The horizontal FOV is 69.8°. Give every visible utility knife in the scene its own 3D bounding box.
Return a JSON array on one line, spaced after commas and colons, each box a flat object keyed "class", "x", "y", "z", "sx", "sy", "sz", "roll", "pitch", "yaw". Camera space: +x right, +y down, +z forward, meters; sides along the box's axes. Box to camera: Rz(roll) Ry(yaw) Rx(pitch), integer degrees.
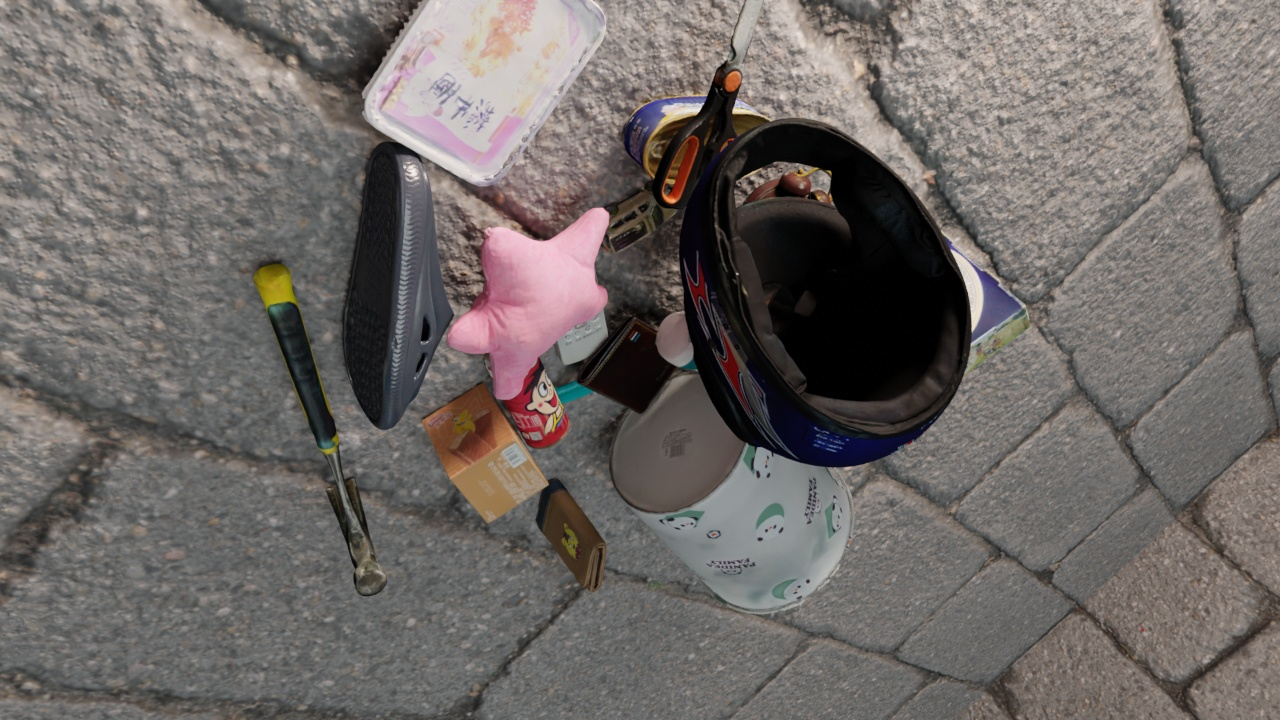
[{"class": "utility knife", "x": -0.026, "y": 0.014, "z": 1.039, "sx": 0.222, "sy": 0.013, "sz": 0.029, "roll": -22, "pitch": 136, "yaw": -18}]

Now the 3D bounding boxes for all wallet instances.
[{"class": "wallet", "x": -0.081, "y": 0.210, "z": 1.098, "sx": 0.033, "sy": 0.115, "sz": 0.090, "roll": -17, "pitch": 135, "yaw": -31}, {"class": "wallet", "x": -0.006, "y": 0.006, "z": 1.020, "sx": 0.096, "sy": 0.020, "sz": 0.122, "roll": -49, "pitch": 144, "yaw": 9}]

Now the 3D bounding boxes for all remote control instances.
[{"class": "remote control", "x": -0.068, "y": -0.059, "z": 0.939, "sx": 0.058, "sy": 0.021, "sz": 0.150, "roll": -25, "pitch": 137, "yaw": -14}]

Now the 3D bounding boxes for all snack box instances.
[{"class": "snack box", "x": 0.290, "y": -0.049, "z": 1.003, "sx": 0.182, "sy": 0.178, "sz": 0.046, "roll": -37, "pitch": 140, "yaw": 4}, {"class": "snack box", "x": -0.162, "y": 0.097, "z": 0.956, "sx": 0.077, "sy": 0.094, "sz": 0.093, "roll": -33, "pitch": 138, "yaw": -7}]

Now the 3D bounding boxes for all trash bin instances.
[{"class": "trash bin", "x": 0.104, "y": 0.152, "z": 1.110, "sx": 0.229, "sy": 0.229, "sz": 0.252, "roll": -41, "pitch": 132, "yaw": 3}]

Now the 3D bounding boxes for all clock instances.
[{"class": "clock", "x": 0.159, "y": -0.157, "z": 0.984, "sx": 0.082, "sy": 0.055, "sz": 0.122, "roll": 26, "pitch": 112, "yaw": -44}]

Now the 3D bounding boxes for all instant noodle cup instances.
[{"class": "instant noodle cup", "x": -0.126, "y": -0.238, "z": 0.714, "sx": 0.138, "sy": 0.060, "sz": 0.174, "roll": 25, "pitch": 110, "yaw": -45}]

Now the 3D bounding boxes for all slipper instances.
[{"class": "slipper", "x": -0.196, "y": -0.055, "z": 0.792, "sx": 0.083, "sy": 0.110, "sz": 0.269, "roll": -7, "pitch": 127, "yaw": -34}]

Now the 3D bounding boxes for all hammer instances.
[{"class": "hammer", "x": -0.293, "y": 0.062, "z": 0.841, "sx": 0.031, "sy": 0.126, "sz": 0.324, "roll": -18, "pitch": 124, "yaw": -19}]

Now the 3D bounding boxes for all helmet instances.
[{"class": "helmet", "x": 0.153, "y": -0.054, "z": 0.864, "sx": 0.247, "sy": 0.240, "sz": 0.315, "roll": -32, "pitch": 94, "yaw": -10}]

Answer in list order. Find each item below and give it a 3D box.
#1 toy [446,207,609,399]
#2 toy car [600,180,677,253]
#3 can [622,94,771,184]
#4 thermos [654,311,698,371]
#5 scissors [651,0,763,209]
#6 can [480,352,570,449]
[{"class": "toy", "x": -0.095, "y": -0.067, "z": 0.837, "sx": 0.194, "sy": 0.074, "sz": 0.179, "roll": -46, "pitch": 146, "yaw": -14}, {"class": "toy car", "x": -0.001, "y": -0.141, "z": 0.905, "sx": 0.090, "sy": 0.035, "sz": 0.042, "roll": -34, "pitch": 139, "yaw": -9}, {"class": "can", "x": 0.057, "y": -0.211, "z": 0.872, "sx": 0.148, "sy": 0.049, "sz": 0.075, "roll": -11, "pitch": 131, "yaw": -27}, {"class": "thermos", "x": 0.118, "y": -0.008, "z": 1.030, "sx": 0.224, "sy": 0.073, "sz": 0.073, "roll": 11, "pitch": 119, "yaw": -35}, {"class": "scissors", "x": 0.081, "y": -0.237, "z": 0.816, "sx": 0.142, "sy": 0.021, "sz": 0.235, "roll": 17, "pitch": 112, "yaw": -51}, {"class": "can", "x": -0.119, "y": 0.029, "z": 0.949, "sx": 0.053, "sy": 0.053, "sz": 0.133, "roll": -29, "pitch": 130, "yaw": -10}]
